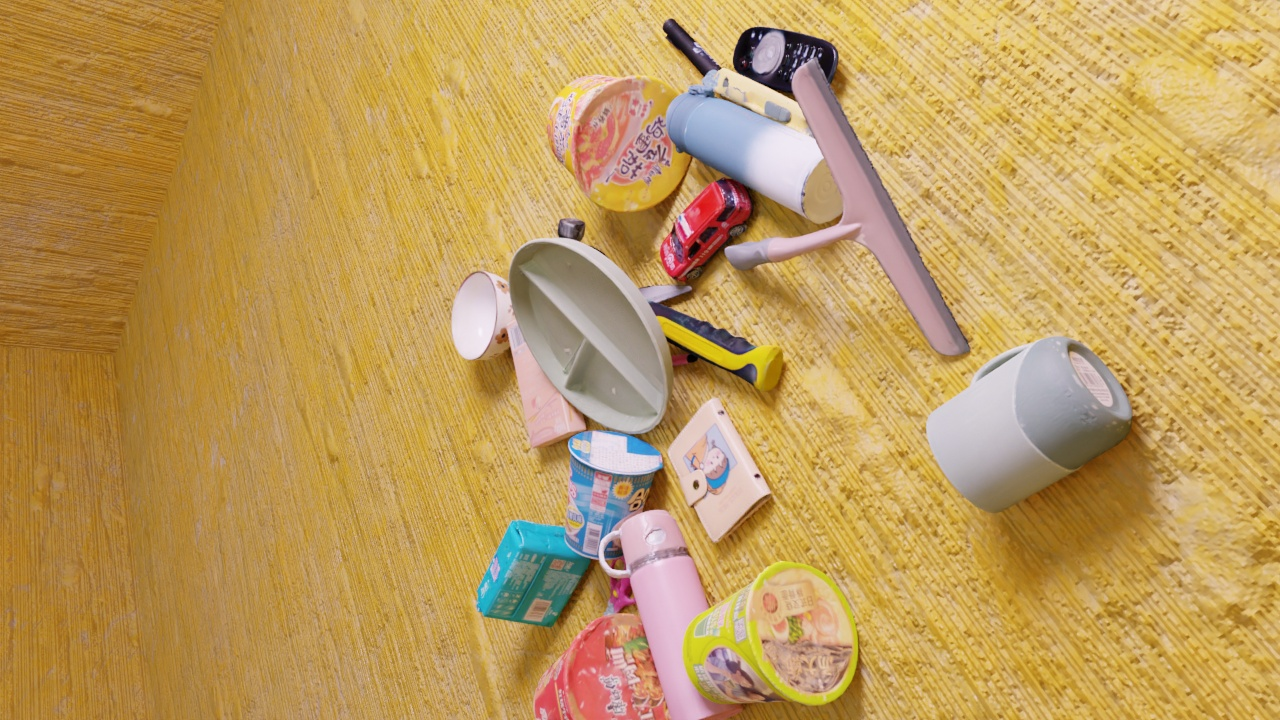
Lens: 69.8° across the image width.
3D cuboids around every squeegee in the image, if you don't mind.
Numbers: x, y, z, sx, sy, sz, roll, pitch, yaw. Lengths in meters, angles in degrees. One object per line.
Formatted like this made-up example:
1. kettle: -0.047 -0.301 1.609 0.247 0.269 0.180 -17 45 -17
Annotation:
1. squeegee: 0.126 -0.097 0.774 0.247 0.040 0.250 57 161 -12

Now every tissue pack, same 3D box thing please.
1. tissue pack: -0.119 0.236 1.025 0.134 0.093 0.050 -61 29 24

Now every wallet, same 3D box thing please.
1. wallet: 0.071 0.106 0.874 0.087 0.024 0.115 -48 52 28

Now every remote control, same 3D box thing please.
1. remote control: 0.136 -0.276 0.846 0.136 0.024 0.053 37 117 47

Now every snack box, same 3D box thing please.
1. snack box: -0.113 0.018 1.082 0.085 0.026 0.157 -25 74 48

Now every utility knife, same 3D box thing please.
1. utility knife: 0.116 -0.241 0.862 0.166 0.018 0.031 43 128 40

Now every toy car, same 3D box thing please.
1. toy car: 0.059 -0.129 0.903 0.121 0.045 0.053 -48 50 38

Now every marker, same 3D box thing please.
1. marker: 0.057 -0.315 0.949 0.132 0.020 0.022 58 144 37

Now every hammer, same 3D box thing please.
1. hammer: 0.012 -0.043 0.931 0.323 0.031 0.126 29 118 41

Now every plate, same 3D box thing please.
1. plate: -0.051 -0.026 0.947 0.230 0.027 0.231 32 142 29

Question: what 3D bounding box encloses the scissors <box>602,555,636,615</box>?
1. scissors: -0.031 0.267 0.980 0.056 0.017 0.134 44 122 37

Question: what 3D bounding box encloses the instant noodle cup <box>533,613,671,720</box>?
1. instant noodle cup: -0.035 0.329 0.889 0.109 0.137 0.137 -45 52 47

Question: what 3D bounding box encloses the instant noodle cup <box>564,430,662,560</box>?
1. instant noodle cup: -0.035 0.142 0.946 0.099 0.099 0.110 32 116 47

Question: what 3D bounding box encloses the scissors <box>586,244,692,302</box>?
1. scissors: -0.026 -0.079 1.014 0.230 0.021 0.189 -32 61 43

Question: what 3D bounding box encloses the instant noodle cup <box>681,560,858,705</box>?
1. instant noodle cup: 0.098 0.237 0.766 0.124 0.111 0.111 -39 56 49

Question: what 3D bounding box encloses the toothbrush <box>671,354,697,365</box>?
1. toothbrush: -0.006 0.006 0.989 0.190 0.017 0.014 -7 80 46

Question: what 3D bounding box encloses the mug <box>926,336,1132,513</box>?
1. mug: 0.261 0.032 0.622 0.107 0.082 0.111 -45 21 37

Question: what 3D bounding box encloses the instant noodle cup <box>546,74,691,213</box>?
1. instant noodle cup: -0.029 -0.236 0.961 0.110 0.138 0.138 44 118 53

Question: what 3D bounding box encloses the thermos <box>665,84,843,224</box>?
1. thermos: 0.102 -0.195 0.844 0.220 0.070 0.070 41 116 44

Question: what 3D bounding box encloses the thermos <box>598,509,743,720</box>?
1. thermos: 0.024 0.243 0.864 0.067 0.087 0.198 95 157 -62

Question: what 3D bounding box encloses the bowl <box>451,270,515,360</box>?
1. bowl: -0.187 -0.054 1.171 0.114 0.062 0.113 -10 77 50
